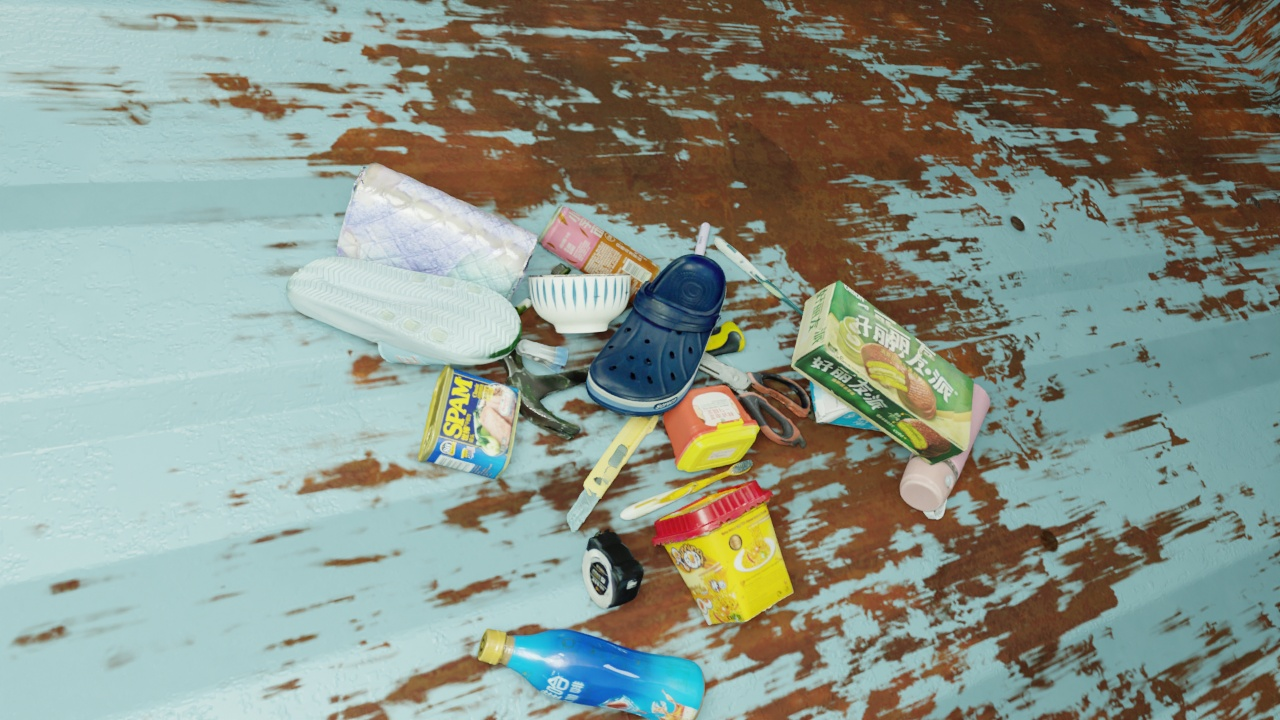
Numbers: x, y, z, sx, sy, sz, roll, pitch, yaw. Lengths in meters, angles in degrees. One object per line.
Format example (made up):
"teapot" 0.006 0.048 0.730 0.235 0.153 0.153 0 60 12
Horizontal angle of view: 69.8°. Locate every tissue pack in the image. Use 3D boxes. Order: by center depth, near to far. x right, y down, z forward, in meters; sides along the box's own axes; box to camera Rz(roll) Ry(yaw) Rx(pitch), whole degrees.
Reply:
"tissue pack" 0.276 0.039 1.181 0.140 0.063 0.089 10 60 -30

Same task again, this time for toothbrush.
"toothbrush" 0.056 0.145 1.042 0.191 0.018 0.016 -16 70 -33
"toothbrush" -0.142 -0.062 1.064 0.017 0.012 0.185 40 53 6
"toothbrush" 0.070 -0.119 1.188 0.029 0.021 0.188 -5 44 21
"toothbrush" 0.174 -0.106 1.247 0.191 0.016 0.018 40 43 -2

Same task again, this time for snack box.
"snack box" 0.078 0.075 1.057 0.091 0.082 0.080 -8 57 -29
"snack box" 0.300 0.018 1.123 0.240 0.063 0.114 34 50 -15

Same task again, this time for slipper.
"slipper" -0.247 -0.041 0.952 0.245 0.074 0.103 15 42 5
"slipper" 0.034 -0.040 1.038 0.105 0.095 0.252 26 51 12

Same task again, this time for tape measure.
"tape measure" -0.030 0.216 0.929 0.033 0.066 0.065 -8 40 -34

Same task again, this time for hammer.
"hammer" -0.006 0.006 1.082 0.322 0.032 0.126 -14 70 -33

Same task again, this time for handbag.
"handbag" -0.219 -0.125 0.983 0.194 0.134 0.075 23 56 -15

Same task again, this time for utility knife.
"utility knife" -0.030 0.114 1.023 0.031 0.021 0.197 35 57 2

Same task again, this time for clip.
"clip" -0.109 -0.007 1.006 0.058 0.041 0.026 19 57 -15

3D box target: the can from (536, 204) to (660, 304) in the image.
"can" -0.050 -0.128 1.118 0.147 0.058 0.057 32 53 -7

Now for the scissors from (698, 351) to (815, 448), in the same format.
"scissors" 0.127 0.041 1.119 0.204 0.015 0.197 -16 81 -39

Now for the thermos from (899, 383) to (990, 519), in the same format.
"thermos" 0.404 0.119 1.210 0.198 0.067 0.087 -52 122 -38

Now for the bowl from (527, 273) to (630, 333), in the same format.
"bowl" -0.069 -0.066 1.045 0.116 0.117 0.066 -5 97 -29

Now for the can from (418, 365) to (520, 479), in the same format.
"can" -0.175 0.065 0.947 0.083 0.057 0.101 18 56 -19

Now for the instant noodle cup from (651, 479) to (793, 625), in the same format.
"instant noodle cup" 0.092 0.206 0.975 0.115 0.116 0.123 -20 85 -34

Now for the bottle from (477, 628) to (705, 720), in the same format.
"bottle" -0.047 0.295 0.876 0.218 0.065 0.065 20 56 -16
